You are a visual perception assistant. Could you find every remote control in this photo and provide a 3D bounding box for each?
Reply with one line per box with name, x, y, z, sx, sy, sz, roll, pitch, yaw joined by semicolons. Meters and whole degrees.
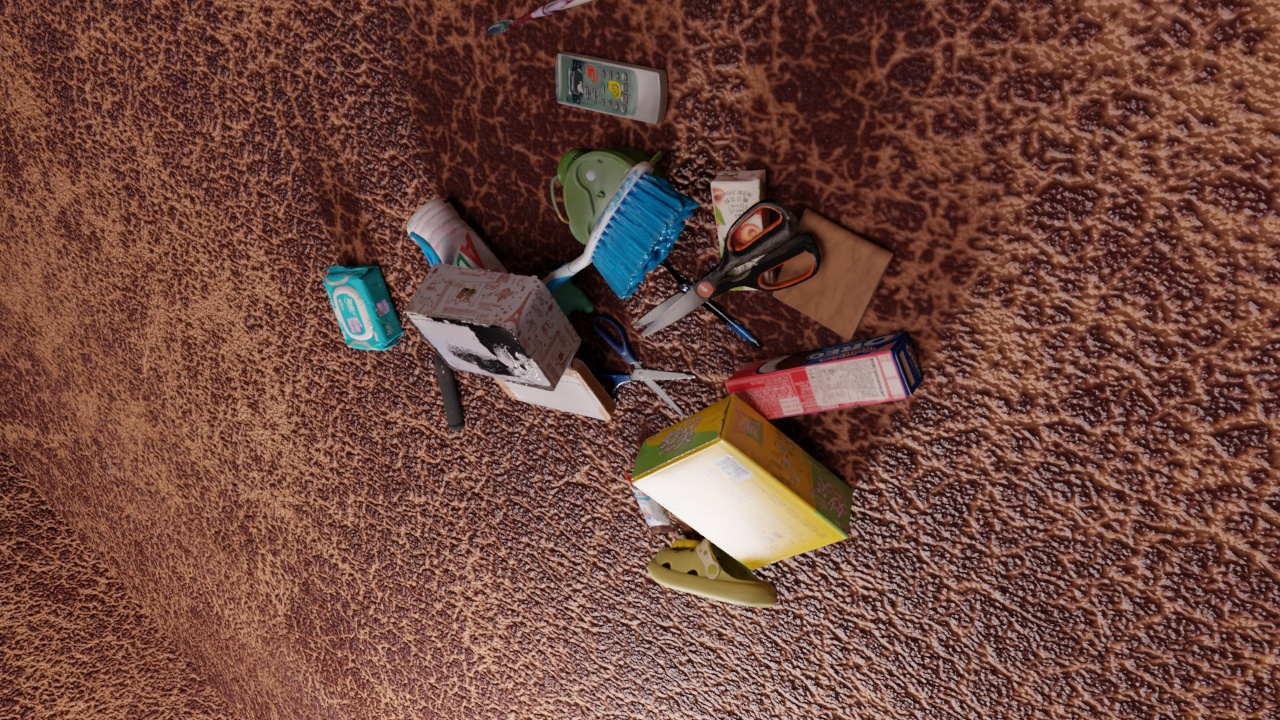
remote control;-0.033;-0.295;0.992;0.135;0.019;0.056;20;125;25

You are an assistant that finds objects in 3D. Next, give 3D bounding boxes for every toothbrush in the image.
toothbrush;0.065;-0.073;1.056;0.189;0.016;0.014;41;140;8
toothbrush;-0.290;0.005;1.348;0.026;0.027;0.213;-11;115;-8
toothbrush;-0.097;-0.381;0.989;0.188;0.017;0.016;-4;114;37

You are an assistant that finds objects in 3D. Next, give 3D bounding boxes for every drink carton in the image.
drink carton;0.110;-0.136;0.965;0.054;0.045;0.123;1;118;21

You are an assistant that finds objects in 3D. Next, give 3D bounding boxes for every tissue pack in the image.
tissue pack;-0.415;-0.082;1.368;0.093;0.050;0.133;0;115;36

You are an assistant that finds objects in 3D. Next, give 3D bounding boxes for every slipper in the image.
slipper;0.099;0.270;1.199;0.191;0.091;0.081;6;79;43

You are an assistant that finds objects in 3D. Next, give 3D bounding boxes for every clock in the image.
clock;-0.039;-0.184;1.037;0.161;0.056;0.116;5;118;33

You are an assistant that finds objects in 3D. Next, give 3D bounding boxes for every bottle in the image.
bottle;-0.217;-0.120;1.193;0.197;0.068;0.068;48;133;1

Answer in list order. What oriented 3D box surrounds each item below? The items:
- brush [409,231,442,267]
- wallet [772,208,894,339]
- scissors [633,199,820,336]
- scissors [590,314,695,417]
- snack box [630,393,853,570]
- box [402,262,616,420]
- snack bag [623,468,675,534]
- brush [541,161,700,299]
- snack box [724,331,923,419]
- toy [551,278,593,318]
brush;-0.247;-0.076;1.200;0.083;0.045;0.255;32;154;30
wallet;0.196;-0.088;0.952;0.101;0.020;0.115;32;132;18
scissors;0.090;-0.071;0.969;0.148;0.021;0.235;33;125;0
scissors;-0.011;0.012;1.161;0.175;0.012;0.162;-21;102;40
snack box;0.118;0.146;1.061;0.210;0.069;0.158;38;136;-21
box;-0.152;-0.005;1.148;0.177;0.082;0.260;11;151;31
snack bag;0.012;0.189;1.239;0.045;0.026;0.105;-13;109;36
brush;-0.047;-0.107;1.019;0.109;0.060;0.316;46;139;7
snack box;0.196;0.021;0.990;0.208;0.057;0.058;-12;106;40
toy;-0.110;-0.074;1.171;0.096;0.030;0.092;48;131;10
